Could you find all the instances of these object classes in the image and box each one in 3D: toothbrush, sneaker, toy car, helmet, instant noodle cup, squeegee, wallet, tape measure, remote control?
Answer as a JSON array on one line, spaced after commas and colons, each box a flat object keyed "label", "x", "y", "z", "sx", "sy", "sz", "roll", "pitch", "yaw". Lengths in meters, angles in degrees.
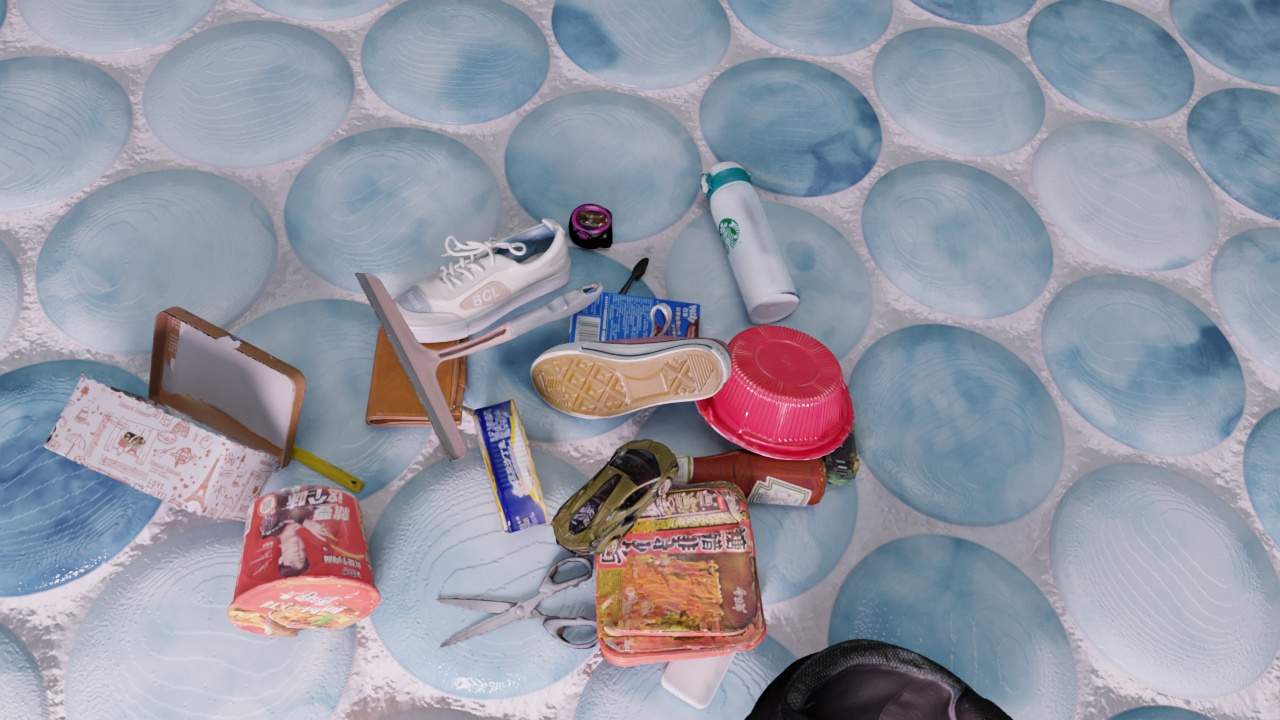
[{"label": "toothbrush", "x": -0.387, "y": 0.095, "z": 1.009, "sx": 0.190, "sy": 0.017, "sz": 0.015, "roll": 27, "pitch": 62, "yaw": 8}, {"label": "sneaker", "x": -0.006, "y": 0.006, "z": 1.043, "sx": 0.241, "sy": 0.118, "sz": 0.087, "roll": -6, "pitch": 20, "yaw": 24}, {"label": "toy car", "x": 0.226, "y": 0.103, "z": 1.064, "sx": 0.043, "sy": 0.036, "sz": 0.091, "roll": 9, "pitch": 52, "yaw": -5}, {"label": "sneaker", "x": -0.190, "y": -0.101, "z": 1.086, "sx": 0.241, "sy": 0.091, "sz": 0.089, "roll": -26, "pitch": 53, "yaw": -23}, {"label": "helmet", "x": 0.196, "y": 0.386, "z": 0.796, "sx": 0.233, "sy": 0.231, "sz": 0.274, "roll": 3, "pitch": 69, "yaw": -13}, {"label": "toothbrush", "x": -0.039, "y": -0.059, "z": 1.141, "sx": 0.014, "sy": 0.017, "sz": 0.188, "roll": 28, "pitch": 65, "yaw": 13}, {"label": "instant noodle cup", "x": -0.329, "y": 0.193, "z": 0.900, "sx": 0.138, "sy": 0.138, "sz": 0.108, "roll": -7, "pitch": 56, "yaw": -11}, {"label": "instant noodle cup", "x": 0.038, "y": 0.222, "z": 0.936, "sx": 0.164, "sy": 0.079, "sz": 0.188, "roll": -5, "pitch": 52, "yaw": 2}, {"label": "squeegee", "x": -0.153, "y": -0.035, "z": 1.034, "sx": 0.249, "sy": 0.040, "sz": 0.247, "roll": -24, "pitch": 70, "yaw": -20}, {"label": "toy car", "x": -0.025, "y": 0.137, "z": 0.941, "sx": 0.070, "sy": 0.042, "sz": 0.157, "roll": 27, "pitch": 58, "yaw": 30}, {"label": "wallet", "x": -0.249, "y": 0.017, "z": 1.057, "sx": 0.119, "sy": 0.035, "sz": 0.130, "roll": 4, "pitch": 54, "yaw": -9}, {"label": "tape measure", "x": -0.064, "y": -0.174, "z": 1.183, "sx": 0.058, "sy": 0.039, "sz": 0.057, "roll": 3, "pitch": 61, "yaw": -5}, {"label": "remote control", "x": 0.075, "y": 0.290, "z": 0.953, "sx": 0.056, "sy": 0.020, "sz": 0.135, "roll": 28, "pitch": 62, "yaw": 10}, {"label": "instant noodle cup", "x": 0.160, "y": 0.023, "z": 1.054, "sx": 0.194, "sy": 0.066, "sz": 0.193, "roll": 7, "pitch": 40, "yaw": -6}]

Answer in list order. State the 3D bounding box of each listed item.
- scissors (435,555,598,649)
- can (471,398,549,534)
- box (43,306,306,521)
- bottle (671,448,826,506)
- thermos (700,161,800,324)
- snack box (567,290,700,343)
[{"label": "scissors", "x": -0.118, "y": 0.258, "z": 0.953, "sx": 0.175, "sy": 0.014, "sz": 0.159, "roll": 31, "pitch": 63, "yaw": 12}, {"label": "can", "x": -0.142, "y": 0.113, "z": 0.995, "sx": 0.049, "sy": 0.075, "sz": 0.148, "roll": -15, "pitch": 64, "yaw": -12}, {"label": "box", "x": -0.454, "y": 0.049, "z": 0.949, "sx": 0.182, "sy": 0.153, "sz": 0.181, "roll": 23, "pitch": 80, "yaw": 6}, {"label": "bottle", "x": 0.101, "y": 0.127, "z": 1.026, "sx": 0.206, "sy": 0.060, "sz": 0.059, "roll": 4, "pitch": 61, "yaw": -4}, {"label": "thermos", "x": 0.136, "y": -0.158, "z": 1.182, "sx": 0.073, "sy": 0.073, "sz": 0.224, "roll": -10, "pitch": 62, "yaw": -12}, {"label": "snack box", "x": -0.007, "y": -0.036, "z": 1.112, "sx": 0.157, "sy": 0.026, "sz": 0.084, "roll": 7, "pitch": 67, "yaw": -6}]
